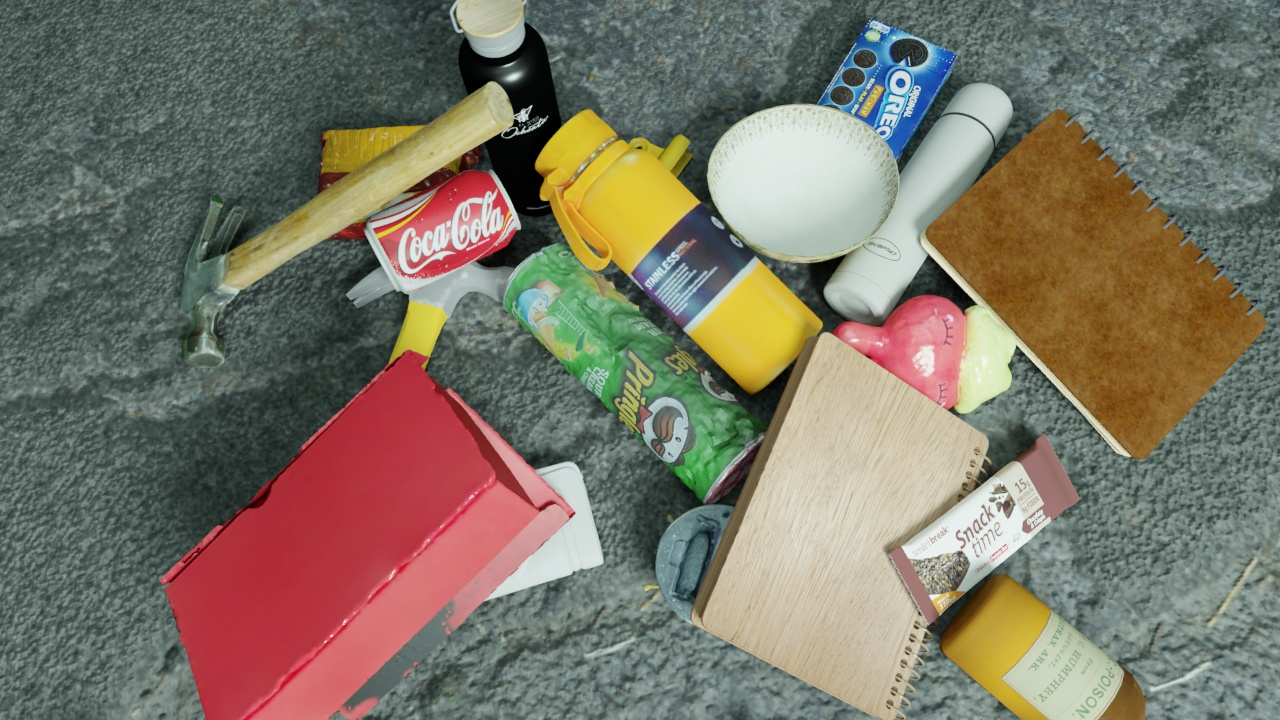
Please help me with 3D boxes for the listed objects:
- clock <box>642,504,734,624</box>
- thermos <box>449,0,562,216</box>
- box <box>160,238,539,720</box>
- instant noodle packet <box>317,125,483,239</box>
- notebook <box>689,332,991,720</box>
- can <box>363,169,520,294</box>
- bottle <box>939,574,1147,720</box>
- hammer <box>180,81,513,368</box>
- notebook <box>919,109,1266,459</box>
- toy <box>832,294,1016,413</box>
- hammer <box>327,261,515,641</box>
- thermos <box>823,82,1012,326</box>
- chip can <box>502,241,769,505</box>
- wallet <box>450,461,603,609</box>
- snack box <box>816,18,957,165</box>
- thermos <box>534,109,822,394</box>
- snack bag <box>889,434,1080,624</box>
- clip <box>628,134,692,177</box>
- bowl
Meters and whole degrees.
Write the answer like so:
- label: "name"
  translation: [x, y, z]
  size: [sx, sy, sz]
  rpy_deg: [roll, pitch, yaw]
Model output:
- label: "clock"
  translation: [0.065, 0.148, 0.626]
  size: [0.118, 0.057, 0.083]
  rpy_deg: [18, 71, 9]
- label: "thermos"
  translation: [-0.091, -0.188, 0.666]
  size: [0.061, 0.231, 0.061]
  rpy_deg: [-1, 69, 2]
- label: "box"
  translation: [-0.232, 0.062, 0.711]
  size: [0.215, 0.141, 0.511]
  rpy_deg: [-45, 31, -3]
- label: "instant noodle packet"
  translation: [-0.201, -0.147, 0.759]
  size: [0.135, 0.040, 0.098]
  rpy_deg: [-2, 70, 4]
- label: "notebook"
  translation: [0.145, 0.112, 0.616]
  size: [0.169, 0.022, 0.210]
  rpy_deg: [31, 72, -16]
- label: "can"
  translation: [-0.149, -0.099, 0.693]
  size: [0.104, 0.064, 0.064]
  rpy_deg: [-28, 71, -9]
- label: "bottle"
  translation: [0.275, 0.213, 0.586]
  size: [0.157, 0.068, 0.067]
  rpy_deg: [40, 76, 15]
- label: "hammer"
  translation: [-0.226, -0.110, 0.668]
  size: [0.331, 0.033, 0.132]
  rpy_deg: [-23, 62, 27]
- label: "notebook"
  translation: [0.340, -0.062, 0.685]
  size: [0.167, 0.024, 0.225]
  rpy_deg: [-41, 87, -12]
- label: "toy"
  translation: [0.205, -0.002, 0.669]
  size: [0.135, 0.045, 0.092]
  rpy_deg: [4, 102, -1]
- label: "hammer"
  translation: [-0.197, 0.061, 0.688]
  size: [0.127, 0.029, 0.323]
  rpy_deg: [14, 72, 8]
- label: "thermos"
  translation: [0.223, -0.127, 0.724]
  size: [0.052, 0.052, 0.223]
  rpy_deg: [32, 74, 13]
- label: "chip can"
  translation: [-0.006, 0.004, 0.675]
  size: [0.075, 0.075, 0.223]
  rpy_deg: [-43, 73, -13]
- label: "wallet"
  translation: [-0.089, 0.122, 0.657]
  size: [0.116, 0.032, 0.086]
  rpy_deg: [-19, 72, -5]
- label: "snack box"
  translation: [0.196, -0.212, 0.770]
  size: [0.082, 0.027, 0.150]
  rpy_deg: [28, 74, 13]
- label: "thermos"
  translation: [0.022, -0.078, 0.664]
  size: [0.232, 0.076, 0.091]
  rpy_deg: [45, 34, -1]
- label: "snack bag"
  translation: [0.240, 0.113, 0.631]
  size: [0.157, 0.013, 0.057]
  rpy_deg: [-30, 92, -21]
- label: "clip"
  translation: [0.012, -0.169, 0.763]
  size: [0.049, 0.044, 0.053]
  rpy_deg: [37, 75, -11]
- label: "bowl"
  translation: [0.124, -0.124, 0.712]
  size: [0.145, 0.063, 0.145]
  rpy_deg: [-2, 62, 4]
